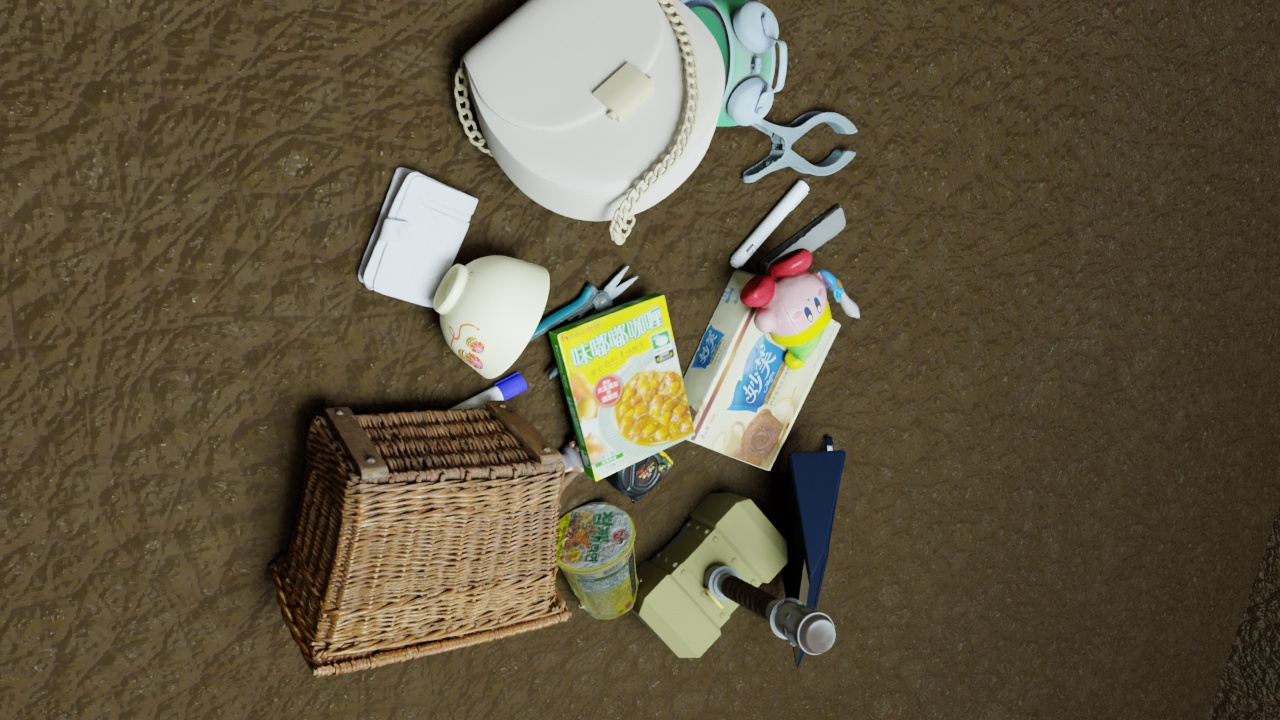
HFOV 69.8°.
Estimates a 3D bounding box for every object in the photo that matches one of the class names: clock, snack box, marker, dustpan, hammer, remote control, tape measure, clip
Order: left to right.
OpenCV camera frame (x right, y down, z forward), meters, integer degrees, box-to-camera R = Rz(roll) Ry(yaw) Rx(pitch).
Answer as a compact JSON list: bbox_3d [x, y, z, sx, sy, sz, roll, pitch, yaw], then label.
[{"bbox_3d":[-0.180,0.052,0.922,0.141,0.020,0.020,-28,121,-23],"label":"marker"},{"bbox_3d":[-0.016,0.028,0.980,0.131,0.027,0.168,-22,110,-25],"label":"snack box"},{"bbox_3d":[-0.005,0.121,1.055,0.071,0.042,0.072,-44,131,-12],"label":"tape measure"},{"bbox_3d":[0.079,-0.285,0.881,0.075,0.162,0.122,-11,113,-33],"label":"clock"},{"bbox_3d":[0.117,0.256,1.001,0.190,0.325,0.100,-44,102,-14],"label":"hammer"},{"bbox_3d":[0.135,0.016,1.103,0.153,0.055,0.207,23,93,-38],"label":"snack box"},{"bbox_3d":[0.151,-0.157,1.071,0.133,0.017,0.020,-49,129,-10],"label":"marker"},{"bbox_3d":[0.183,-0.263,1.049,0.163,0.028,0.108,-16,114,-30],"label":"clip"},{"bbox_3d":[0.198,-0.141,1.114,0.136,0.013,0.033,-37,126,-20],"label":"remote control"},{"bbox_3d":[0.225,0.210,1.163,0.080,0.272,0.237,-4,138,2],"label":"dustpan"}]

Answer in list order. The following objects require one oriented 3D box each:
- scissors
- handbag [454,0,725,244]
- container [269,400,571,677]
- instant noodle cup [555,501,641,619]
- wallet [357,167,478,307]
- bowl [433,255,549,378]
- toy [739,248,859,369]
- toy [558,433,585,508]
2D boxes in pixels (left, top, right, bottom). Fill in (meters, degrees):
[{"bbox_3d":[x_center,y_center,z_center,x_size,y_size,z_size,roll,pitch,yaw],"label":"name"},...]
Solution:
[{"bbox_3d":[-0.064,-0.041,0.966,0.122,0.019,0.149,11,96,-33],"label":"scissors"},{"bbox_3d":[-0.037,-0.233,0.819,0.208,0.103,0.210,44,77,8],"label":"handbag"},{"bbox_3d":[-0.194,0.146,0.846,0.249,0.162,0.183,-3,116,-35],"label":"container"},{"bbox_3d":[-0.046,0.233,1.042,0.102,0.102,0.108,-30,131,-22],"label":"instant noodle cup"},{"bbox_3d":[-0.201,-0.110,0.838,0.086,0.032,0.116,13,99,-40],"label":"wallet"},{"bbox_3d":[-0.148,-0.052,0.850,0.074,0.118,0.118,28,90,-28],"label":"bowl"},{"bbox_3d":[0.177,-0.054,1.034,0.124,0.097,0.131,-42,106,-24],"label":"toy"},{"bbox_3d":[-0.070,0.109,1.007,0.101,0.041,0.055,-41,148,-25],"label":"toy"}]
